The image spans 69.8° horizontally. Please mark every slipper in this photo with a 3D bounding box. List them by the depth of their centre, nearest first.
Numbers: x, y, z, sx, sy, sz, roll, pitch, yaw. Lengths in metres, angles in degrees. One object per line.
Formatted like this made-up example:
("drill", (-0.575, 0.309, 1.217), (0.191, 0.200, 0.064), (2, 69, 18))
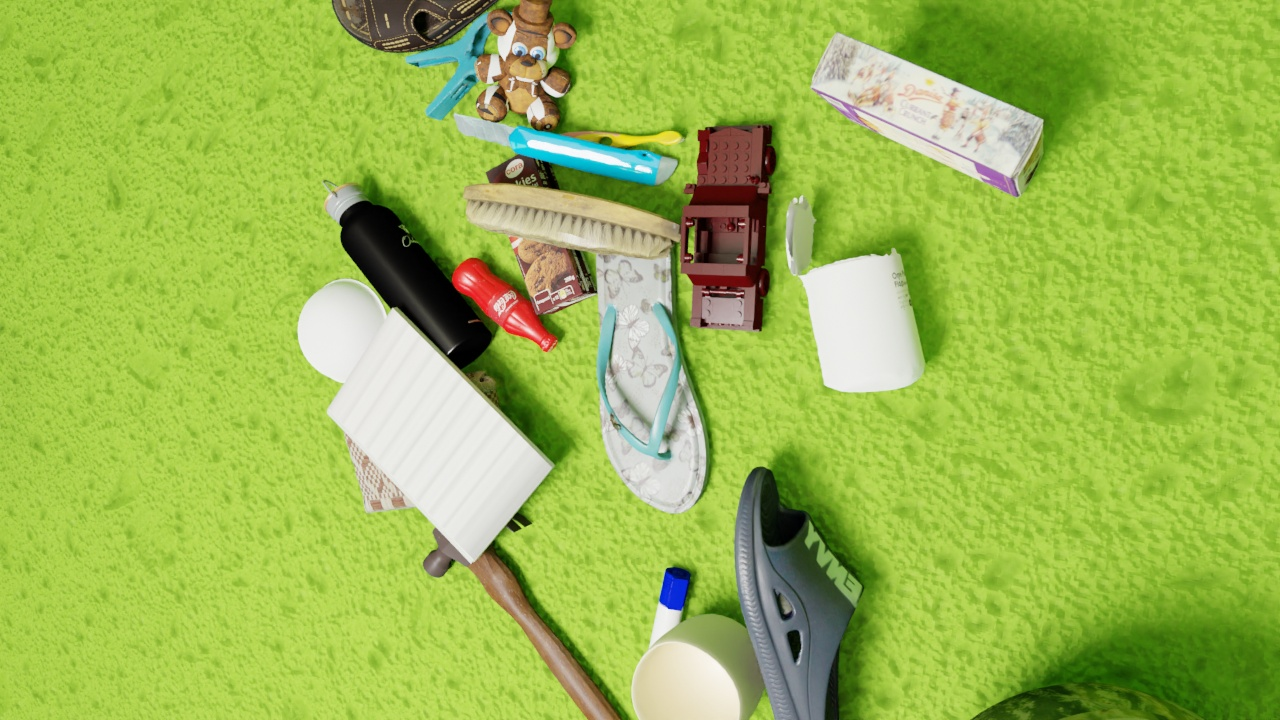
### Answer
("slipper", (0.138, 0.215, 0.729), (0.083, 0.110, 0.268), (-12, 92, 21))
("slipper", (-0.005, 0.005, 0.805), (0.098, 0.054, 0.268), (-9, 89, 27))
("slipper", (-0.183, -0.365, 0.840), (0.268, 0.075, 0.113), (-13, 88, 24))

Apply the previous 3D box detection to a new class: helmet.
("helmet", (0.292, 0.328, 0.598), (0.243, 0.248, 0.213), (-20, 58, -15))

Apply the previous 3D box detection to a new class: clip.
("clip", (-0.166, -0.297, 0.866), (0.127, 0.028, 0.114), (-12, 94, 23))

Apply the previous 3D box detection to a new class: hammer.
("hammer", (-0.085, 0.272, 0.874), (0.115, 0.033, 0.323), (-46, 77, 22))

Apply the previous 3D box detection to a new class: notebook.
("notebook", (-0.193, 0.072, 0.861), (0.210, 0.009, 0.143), (44, 115, 9))

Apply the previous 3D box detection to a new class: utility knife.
("utility knife", (-0.069, -0.188, 0.810), (0.205, 0.015, 0.031), (15, 111, 3))

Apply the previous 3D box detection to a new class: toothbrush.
("toothbrush", (-0.024, -0.195, 0.817), (0.136, 0.016, 0.021), (4, 98, 26))

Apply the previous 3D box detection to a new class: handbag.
("handbag", (-0.207, 0.082, 0.904), (0.186, 0.046, 0.124), (-10, 98, 24))

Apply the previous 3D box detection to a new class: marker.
("marker", (0.021, 0.253, 0.826), (0.023, 0.027, 0.133), (10, 99, -9))

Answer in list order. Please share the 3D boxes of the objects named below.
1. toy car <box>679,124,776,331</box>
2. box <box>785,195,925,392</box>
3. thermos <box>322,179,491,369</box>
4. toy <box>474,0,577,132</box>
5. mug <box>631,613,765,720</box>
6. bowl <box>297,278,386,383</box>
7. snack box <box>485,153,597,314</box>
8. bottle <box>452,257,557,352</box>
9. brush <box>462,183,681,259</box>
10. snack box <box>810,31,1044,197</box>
("toy car", (0.070, -0.109, 0.755), (0.070, 0.061, 0.170), (5, 96, 23))
("box", (0.160, -0.056, 0.711), (0.093, 0.083, 0.166), (-11, 88, 34))
("thermos", (-0.237, -0.092, 0.894), (0.061, 0.061, 0.231), (-45, 76, 20))
("toy", (-0.100, -0.265, 0.807), (0.087, 0.067, 0.113), (8, 139, -12))
("mug", (0.052, 0.275, 0.774), (0.096, 0.099, 0.120), (29, 107, 21))
("bowl", (-0.316, -0.029, 0.945), (0.110, 0.040, 0.110), (2, 95, 24))
("snack box", (-0.091, -0.117, 0.843), (0.051, 0.031, 0.141), (-22, 85, 24))
("bottle", (-0.125, -0.050, 0.860), (0.119, 0.036, 0.036), (40, 108, 16))
("brush", (-0.060, -0.118, 0.784), (0.195, 0.059, 0.043), (12, 91, 10))
("snack box", (0.206, -0.168, 0.646), (0.148, 0.143, 0.041), (31, 106, 18))
